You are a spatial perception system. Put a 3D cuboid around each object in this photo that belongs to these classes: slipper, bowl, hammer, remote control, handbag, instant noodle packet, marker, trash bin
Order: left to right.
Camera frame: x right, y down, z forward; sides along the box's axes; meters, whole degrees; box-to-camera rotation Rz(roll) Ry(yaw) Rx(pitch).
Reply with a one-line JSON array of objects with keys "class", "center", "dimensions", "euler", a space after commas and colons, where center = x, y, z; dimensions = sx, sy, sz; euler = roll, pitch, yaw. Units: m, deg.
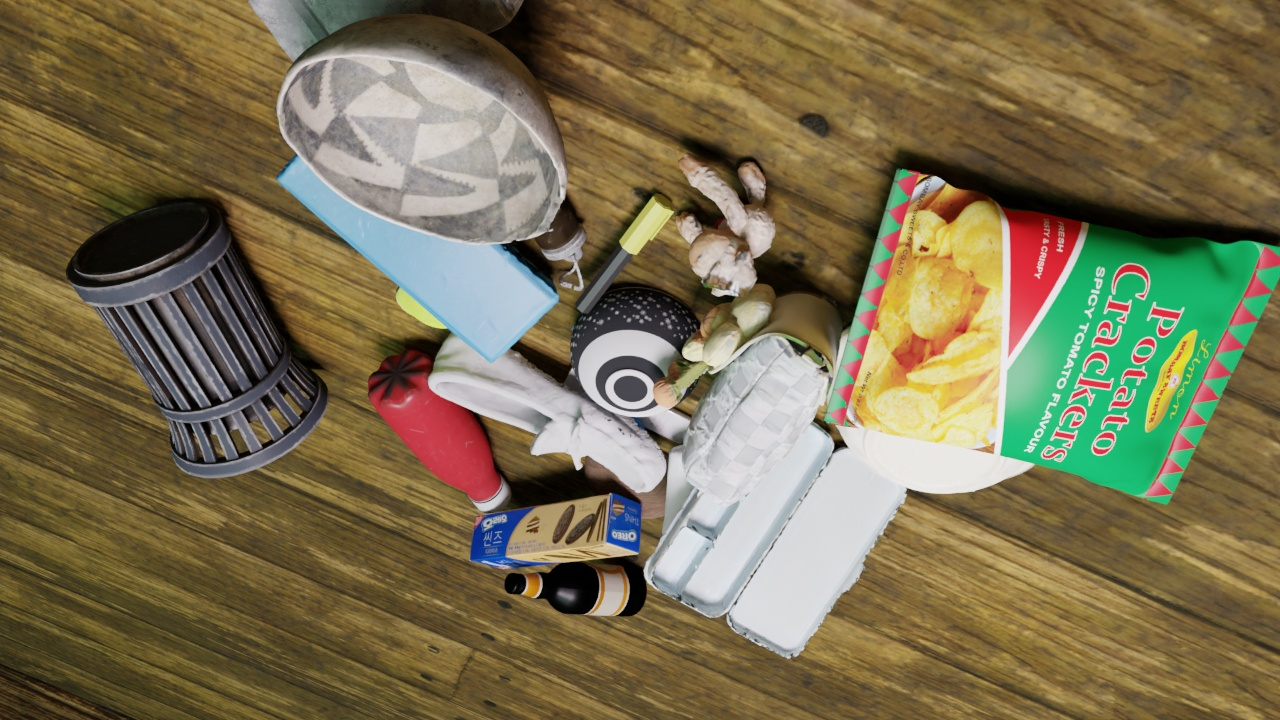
[{"class": "trash bin", "center": [-0.428, -0.024, 0.894], "dimensions": [0.164, 0.163, 0.228], "euler": [4, 131, 19]}, {"class": "bowl", "center": [-0.126, -0.153, 0.571], "dimensions": [0.178, 0.081, 0.179], "euler": [8, 155, 4]}, {"class": "hammer", "center": [-0.111, -0.172, 0.674], "dimensions": [0.177, 0.079, 0.326], "euler": [-7, 136, 28]}, {"class": "slipper", "center": [-0.088, 0.055, 0.876], "dimensions": [0.247, 0.074, 0.112], "euler": [29, 164, -2]}, {"class": "marker", "center": [-0.014, -0.083, 0.741], "dimensions": [0.021, 0.017, 0.124], "euler": [8, 136, -39]}, {"class": "remote control", "center": [-0.010, 0.040, 0.888], "dimensions": [0.131, 0.012, 0.033], "euler": [27, 130, -5]}, {"class": "bowl", "center": [-0.008, 0.134, 0.972], "dimensions": [0.118, 0.030, 0.118], "euler": [12, 137, 11]}, {"class": "bowl", "center": [-0.005, 0.005, 0.793], "dimensions": [0.120, 0.066, 0.120], "euler": [4, 128, 5]}, {"class": "handbag", "center": [0.079, 0.024, 0.730], "dimensions": [0.123, 0.112, 0.172], "euler": [30, 120, 0]}, {"class": "bowl", "center": [0.246, 0.054, 0.763], "dimensions": [0.219, 0.060, 0.189], "euler": [41, 135, -19]}, {"class": "instant noodle packet", "center": [0.277, -0.012, 0.639], "dimensions": [0.253, 0.090, 0.196], "euler": [13, 115, 6]}]

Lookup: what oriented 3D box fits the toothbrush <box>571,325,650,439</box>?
[{"class": "toothbrush", "center": [-0.023, 0.034, 0.868], "dimensions": [0.016, 0.014, 0.167], "euler": [-14, 120, 23]}]

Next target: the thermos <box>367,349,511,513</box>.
[{"class": "thermos", "center": [-0.201, 0.088, 0.974], "dimensions": [0.073, 0.073, 0.240], "euler": [0, 141, 23]}]

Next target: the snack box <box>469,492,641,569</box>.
[{"class": "snack box", "center": [-0.095, 0.188, 0.988], "dimensions": [0.207, 0.057, 0.056], "euler": [-16, 150, 37]}]

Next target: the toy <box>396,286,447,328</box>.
[{"class": "toy", "center": [-0.163, -0.057, 0.830], "dimensions": [0.115, 0.046, 0.092], "euler": [20, 140, -8]}]

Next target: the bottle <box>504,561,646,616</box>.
[{"class": "bottle", "center": [-0.076, 0.260, 1.052], "dimensions": [0.181, 0.059, 0.059], "euler": [16, 148, -41]}]

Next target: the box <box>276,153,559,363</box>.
[{"class": "box", "center": [-0.179, -0.105, 0.762], "dimensions": [0.093, 0.052, 0.231], "euler": [-43, 110, 15]}]

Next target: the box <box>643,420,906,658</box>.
[{"class": "box", "center": [0.127, 0.157, 0.847], "dimensions": [0.188, 0.037, 0.209], "euler": [30, 94, -20]}]

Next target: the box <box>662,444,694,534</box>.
[{"class": "box", "center": [0.072, 0.130, 0.919], "dimensions": [0.080, 0.150, 0.106], "euler": [7, 94, 12]}]

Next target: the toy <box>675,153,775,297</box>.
[{"class": "toy", "center": [0.058, -0.086, 0.668], "dimensions": [0.074, 0.105, 0.085], "euler": [5, 147, -11]}]
